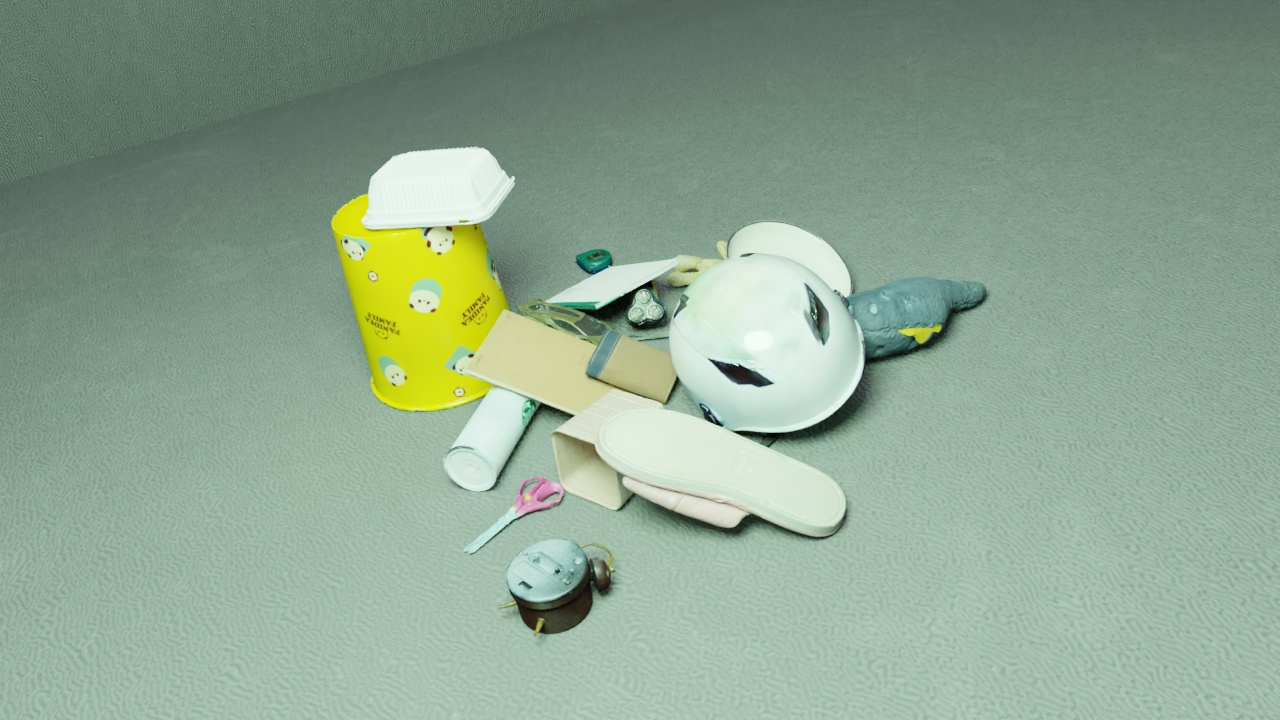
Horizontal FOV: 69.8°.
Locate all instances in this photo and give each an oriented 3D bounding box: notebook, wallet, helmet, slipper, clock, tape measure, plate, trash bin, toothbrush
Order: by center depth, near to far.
[{"bbox_3d":[-0.079,0.218,0.916,0.082,0.055,0.121,22,44,40],"label":"clock"},{"bbox_3d":[0.083,0.126,0.977,0.274,0.055,0.113,17,41,2],"label":"slipper"},{"bbox_3d":[0.134,0.105,1.069,0.016,0.018,0.180,16,40,39],"label":"toothbrush"},{"bbox_3d":[0.136,-0.039,1.104,0.229,0.146,0.258,-39,34,-1],"label":"helmet"},{"bbox_3d":[-0.105,0.010,1.198,0.211,0.012,0.149,21,36,-1],"label":"notebook"},{"bbox_3d":[-0.007,0.007,1.209,0.115,0.033,0.090,20,40,5],"label":"wallet"},{"bbox_3d":[-0.298,-0.098,1.272,0.230,0.256,0.229,-7,33,5],"label":"trash bin"},{"bbox_3d":[0.210,-0.123,1.325,0.192,0.039,0.192,9,50,-11],"label":"plate"},{"bbox_3d":[-0.054,-0.114,1.385,0.150,0.012,0.209,-31,17,-24],"label":"notebook"},{"bbox_3d":[-0.076,-0.167,1.531,0.054,0.025,0.058,-23,36,-18],"label":"tape measure"}]

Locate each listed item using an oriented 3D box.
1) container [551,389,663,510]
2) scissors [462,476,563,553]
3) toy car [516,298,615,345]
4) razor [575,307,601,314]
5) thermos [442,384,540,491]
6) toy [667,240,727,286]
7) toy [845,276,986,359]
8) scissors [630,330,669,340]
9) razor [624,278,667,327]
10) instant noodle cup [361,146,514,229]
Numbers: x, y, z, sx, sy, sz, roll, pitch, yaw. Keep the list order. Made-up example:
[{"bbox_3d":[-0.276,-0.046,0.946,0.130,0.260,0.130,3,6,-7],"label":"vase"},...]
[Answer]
[{"bbox_3d":[-0.030,0.098,1.060,0.090,0.090,0.110,15,37,33],"label":"container"},{"bbox_3d":[-0.150,0.175,1.040,0.135,0.017,0.064,-35,41,-28],"label":"scissors"},{"bbox_3d":[-0.102,-0.049,1.314,0.158,0.042,0.070,19,28,8],"label":"toy car"},{"bbox_3d":[-0.081,-0.080,1.402,0.142,0.022,0.043,-33,13,-26],"label":"razor"},{"bbox_3d":[-0.169,0.067,1.161,0.073,0.073,0.223,2,34,17],"label":"thermos"},{"bbox_3d":[0.111,-0.129,1.399,0.157,0.066,0.105,11,70,35],"label":"toy"},{"bbox_3d":[0.319,-0.054,1.208,0.356,0.091,0.138,-16,6,-12],"label":"toy"},{"bbox_3d":[0.072,-0.045,1.321,0.173,0.014,0.142,16,42,39],"label":"scissors"},{"bbox_3d":[0.005,-0.102,1.379,0.062,0.068,0.167,-8,27,2],"label":"razor"},{"bbox_3d":[-0.260,-0.223,1.161,0.174,0.060,0.137,-2,33,14],"label":"instant noodle cup"}]
